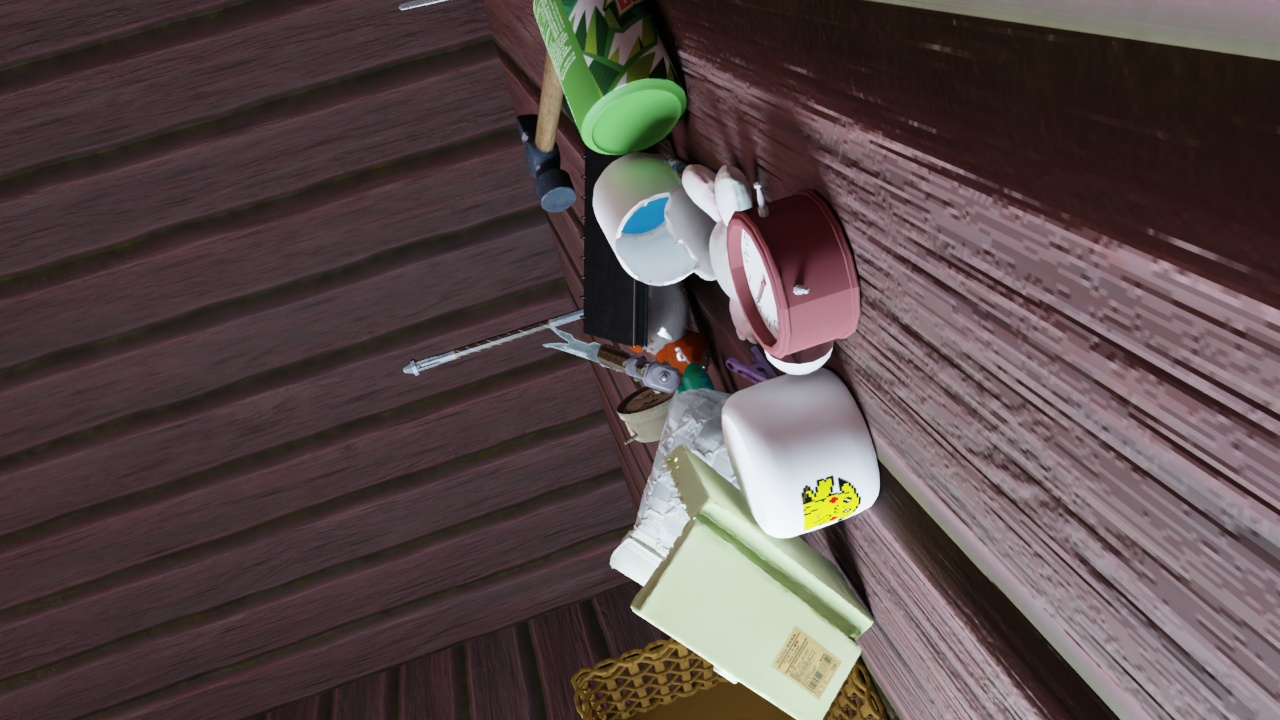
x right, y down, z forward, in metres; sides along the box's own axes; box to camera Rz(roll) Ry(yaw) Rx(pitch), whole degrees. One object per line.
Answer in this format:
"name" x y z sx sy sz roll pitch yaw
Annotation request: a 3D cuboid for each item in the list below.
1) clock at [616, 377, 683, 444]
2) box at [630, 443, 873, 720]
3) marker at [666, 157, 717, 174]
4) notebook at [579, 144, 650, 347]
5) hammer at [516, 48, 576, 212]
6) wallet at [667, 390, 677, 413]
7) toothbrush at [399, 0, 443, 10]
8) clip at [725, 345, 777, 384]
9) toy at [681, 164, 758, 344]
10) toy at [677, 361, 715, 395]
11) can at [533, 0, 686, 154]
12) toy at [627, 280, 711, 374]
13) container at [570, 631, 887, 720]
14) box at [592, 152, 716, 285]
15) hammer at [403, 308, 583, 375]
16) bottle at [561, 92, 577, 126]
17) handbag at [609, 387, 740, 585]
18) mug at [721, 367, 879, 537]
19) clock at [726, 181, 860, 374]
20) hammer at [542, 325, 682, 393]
"clock" 0.027 0.057 1.131 0.054 0.093 0.140 66 -159 -15
"box" 0.082 0.147 0.602 0.188 0.061 0.133 42 -132 -29
"marker" 0.039 -0.147 0.713 0.142 0.013 0.013 -124 17 -69
"notebook" -0.026 -0.135 0.847 0.169 0.019 0.231 -162 72 -70
"hammer" -0.081 -0.299 0.897 0.323 0.040 0.129 110 143 -56
"wallet" 0.067 0.093 0.993 0.100 0.054 0.131 115 139 -68
"toothbrush" -0.103 -0.300 0.733 0.010 0.181 0.010 80 176 -73
"clip" 0.084 0.008 0.694 0.050 0.045 0.014 -95 -4 -47
"toy" 0.064 -0.070 0.602 0.076 0.037 0.125 -134 23 -68
"toy" 0.072 0.098 0.840 0.131 0.072 0.193 105 146 -63
"can" -0.026 -0.237 0.699 0.083 0.083 0.144 87 164 -68
"toy" 0.007 -0.063 0.936 0.172 0.092 0.164 18 130 67
"container" 0.093 0.366 0.757 0.214 0.219 0.251 82 168 -59
"box" 0.018 -0.102 0.685 0.081 0.092 0.159 55 -172 -33
"hammer" -0.138 -0.038 1.144 0.098 0.322 0.044 176 75 -84
"bottle" -0.047 -0.260 0.958 0.055 0.055 0.174 80 167 -53
"handbag" 0.062 0.111 0.723 0.112 0.123 0.171 27 104 32
"mug" 0.096 0.064 0.565 0.094 0.068 0.116 -115 9 -46
"clock" 0.081 -0.042 0.505 0.125 0.044 0.087 91 160 -69
"hammer" -0.006 0.005 0.864 0.317 0.147 0.028 -160 88 -79
